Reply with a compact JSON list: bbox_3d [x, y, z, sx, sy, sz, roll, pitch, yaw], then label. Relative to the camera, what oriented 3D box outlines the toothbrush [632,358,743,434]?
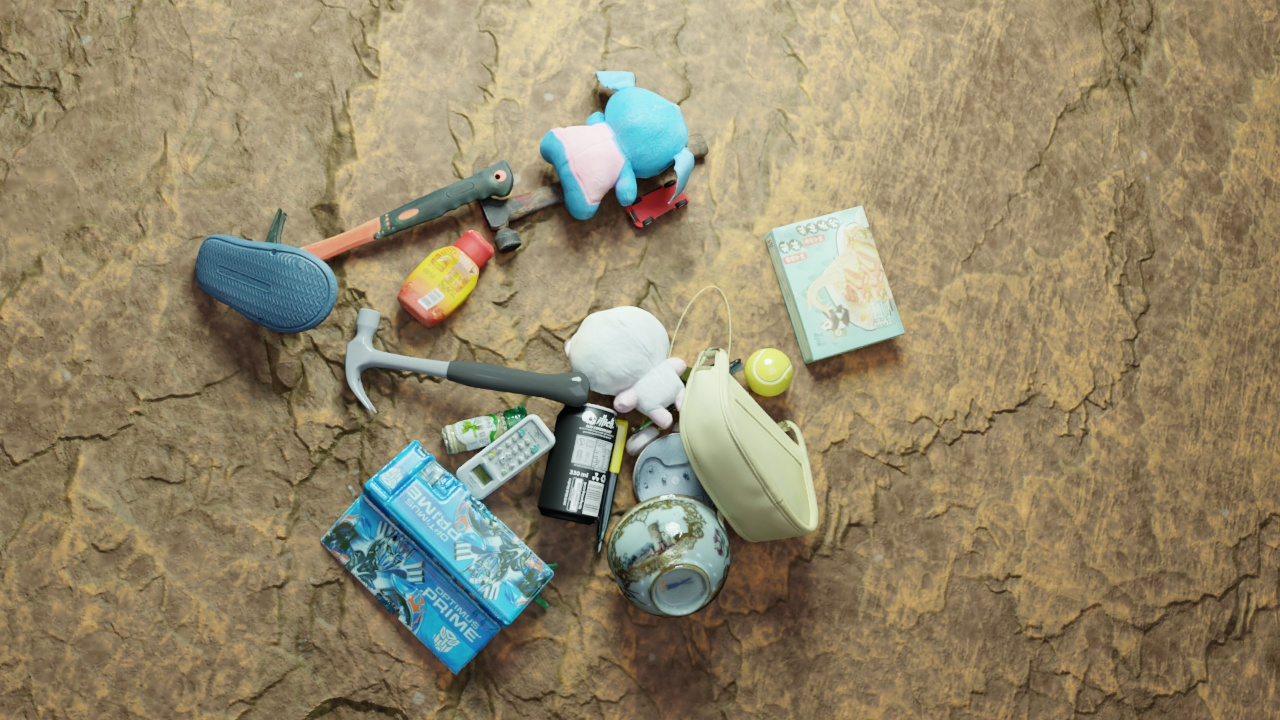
[{"bbox_3d":[0.065,0.049,1.210,0.187,0.014,0.017,-33,95,-22],"label":"toothbrush"}]

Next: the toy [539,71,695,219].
[{"bbox_3d":[-0.037,-0.291,1.211,0.191,0.099,0.224,-28,75,-5],"label":"toy"}]

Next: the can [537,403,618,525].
[{"bbox_3d":[-0.078,0.131,1.165,0.080,0.080,0.146,13,79,-9],"label":"can"}]

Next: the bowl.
[{"bbox_3d":[0.041,0.257,1.130,0.160,0.093,0.160,-3,113,-6],"label":"bowl"}]

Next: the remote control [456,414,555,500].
[{"bbox_3d":[-0.169,0.121,1.154,0.133,0.022,0.050,-37,95,12],"label":"remote control"}]

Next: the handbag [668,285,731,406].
[{"bbox_3d":[0.084,-0.017,1.250,0.084,0.027,0.177,18,77,-10],"label":"handbag"}]

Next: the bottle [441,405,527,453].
[{"bbox_3d":[-0.196,0.089,1.169,0.110,0.043,0.042,-13,84,-12],"label":"bottle"}]

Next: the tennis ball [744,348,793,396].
[{"bbox_3d":[0.173,0.016,1.242,0.065,0.065,0.065,2,81,-12],"label":"tennis ball"}]

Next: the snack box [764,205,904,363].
[{"bbox_3d":[0.272,-0.107,1.292,0.141,0.044,0.193,-16,86,-12],"label":"snack box"}]

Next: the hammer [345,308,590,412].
[{"bbox_3d":[-0.218,0.020,1.147,0.311,0.029,0.125,9,79,3],"label":"hammer"}]

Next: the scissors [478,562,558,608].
[{"bbox_3d":[-0.167,0.267,1.163,0.127,0.012,0.123,-13,84,-12],"label":"scissors"}]

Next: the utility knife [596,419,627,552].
[{"bbox_3d":[-0.040,0.163,1.195,0.020,0.029,0.174,10,79,-6],"label":"utility knife"}]

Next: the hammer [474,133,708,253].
[{"bbox_3d":[-0.062,-0.255,1.254,0.329,0.033,0.120,-22,85,-14],"label":"hammer"}]

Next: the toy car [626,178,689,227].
[{"bbox_3d":[0.024,-0.217,1.268,0.089,0.025,0.038,-30,88,-14],"label":"toy car"}]

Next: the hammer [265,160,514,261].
[{"bbox_3d":[-0.317,-0.177,1.176,0.333,0.033,0.133,-24,84,-9],"label":"hammer"}]

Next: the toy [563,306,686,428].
[{"bbox_3d":[-0.007,0.007,1.183,0.138,0.102,0.179,-37,83,-28],"label":"toy"}]

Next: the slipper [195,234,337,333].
[{"bbox_3d":[-0.450,-0.094,1.108,0.214,0.059,0.104,15,98,21],"label":"slipper"}]

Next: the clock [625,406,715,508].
[{"bbox_3d":[0.041,0.138,1.200,0.116,0.059,0.158,-10,83,-14],"label":"clock"}]

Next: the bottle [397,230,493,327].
[{"bbox_3d":[-0.248,-0.109,1.183,0.071,0.048,0.134,42,76,-3],"label":"bottle"}]

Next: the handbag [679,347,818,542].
[{"bbox_3d":[0.133,0.114,1.168,0.233,0.089,0.190,45,37,-31],"label":"handbag"}]

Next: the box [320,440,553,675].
[{"bbox_3d":[-0.250,0.240,1.119,0.243,0.060,0.175,43,77,2],"label":"box"}]
